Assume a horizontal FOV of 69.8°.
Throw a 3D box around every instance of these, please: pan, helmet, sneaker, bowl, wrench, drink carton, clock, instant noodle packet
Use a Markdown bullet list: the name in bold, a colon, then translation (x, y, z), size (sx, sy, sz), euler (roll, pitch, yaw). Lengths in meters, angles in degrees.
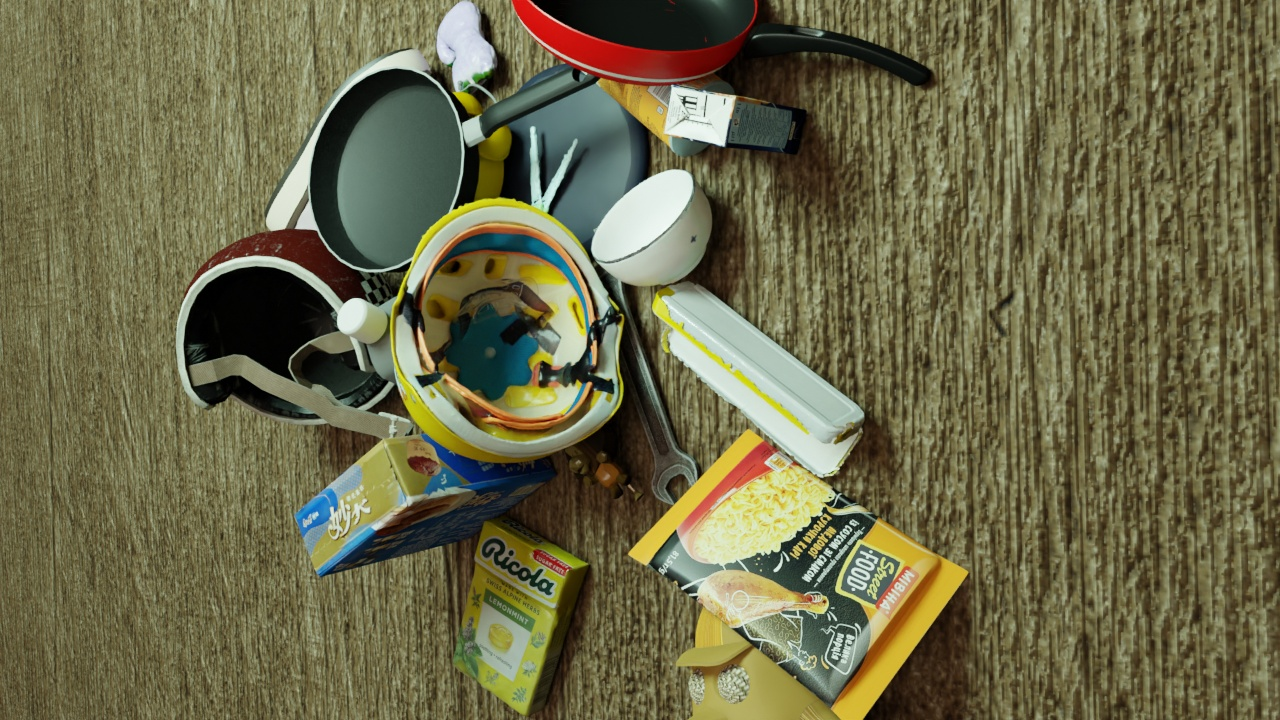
- **pan**: translation (-0.073, -0.120, 0.924), size (0.199, 0.021, 0.356), euler (-4, 90, 33)
- **helmet**: translation (-0.364, -0.024, 0.986), size (0.233, 0.253, 0.234), euler (-13, 105, 3)
- **pan**: translation (0.060, -0.278, 0.764), size (0.356, 0.208, 0.067), euler (24, 140, 6)
- **sneaker**: translation (-0.312, -0.213, 1.040), size (0.116, 0.111, 0.295), euler (47, 116, -1)
- **helmet**: translation (-0.133, -0.013, 0.856), size (0.140, 0.209, 0.239), euler (135, 133, -59)
- **bowl**: translation (0.018, -0.110, 0.824), size (0.114, 0.063, 0.113), euler (-30, 34, 23)
- **wrench**: translation (-0.005, 0.005, 0.877), size (0.070, 0.010, 0.273), euler (-23, 84, 32)
- **drink carton**: translation (0.081, -0.196, 0.754), size (0.064, 0.129, 0.040), euler (21, 109, 31)
- **pan**: translation (-0.182, -0.206, 0.884), size (0.357, 0.044, 0.204), euler (-16, 79, 27)
- **clock**: translation (-0.185, -0.210, 0.957), size (0.113, 0.052, 0.152), euler (43, 121, 34)
- **instant noodle packet**: translation (0.126, 0.164, 0.745), size (0.221, 0.159, 0.032), euler (33, 152, 28)

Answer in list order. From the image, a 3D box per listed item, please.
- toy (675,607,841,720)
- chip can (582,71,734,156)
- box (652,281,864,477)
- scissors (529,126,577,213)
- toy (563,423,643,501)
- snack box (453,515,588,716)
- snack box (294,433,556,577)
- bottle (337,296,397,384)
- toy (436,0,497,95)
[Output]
- **toy**: translation (0.099, 0.284, 0.753), size (0.199, 0.162, 0.203), euler (-28, 65, 46)
- **chip can**: translation (-0.014, -0.280, 0.844), size (0.215, 0.075, 0.075), euler (46, 115, 23)
- **box**: translation (0.091, 0.014, 0.787), size (0.209, 0.080, 0.079), euler (40, 110, 25)
- **scissors**: translation (-0.109, -0.148, 0.922), size (0.139, 0.028, 0.170), euler (4, 94, 36)
- **toy**: translation (-0.038, 0.100, 0.887), size (0.100, 0.062, 0.076), euler (45, 134, 18)
- **snack box**: translation (-0.133, 0.270, 0.963), size (0.121, 0.045, 0.181), euler (24, 104, 31)
- **snack box**: translation (-0.208, 0.134, 0.913), size (0.155, 0.202, 0.069), euler (-37, 72, 29)
- **bottle**: translation (-0.231, -0.016, 0.925), size (0.046, 0.173, 0.083), euler (-28, 61, 17)
- **toy**: translation (-0.188, -0.329, 0.981), size (0.080, 0.036, 0.099), euler (-30, 71, 41)
